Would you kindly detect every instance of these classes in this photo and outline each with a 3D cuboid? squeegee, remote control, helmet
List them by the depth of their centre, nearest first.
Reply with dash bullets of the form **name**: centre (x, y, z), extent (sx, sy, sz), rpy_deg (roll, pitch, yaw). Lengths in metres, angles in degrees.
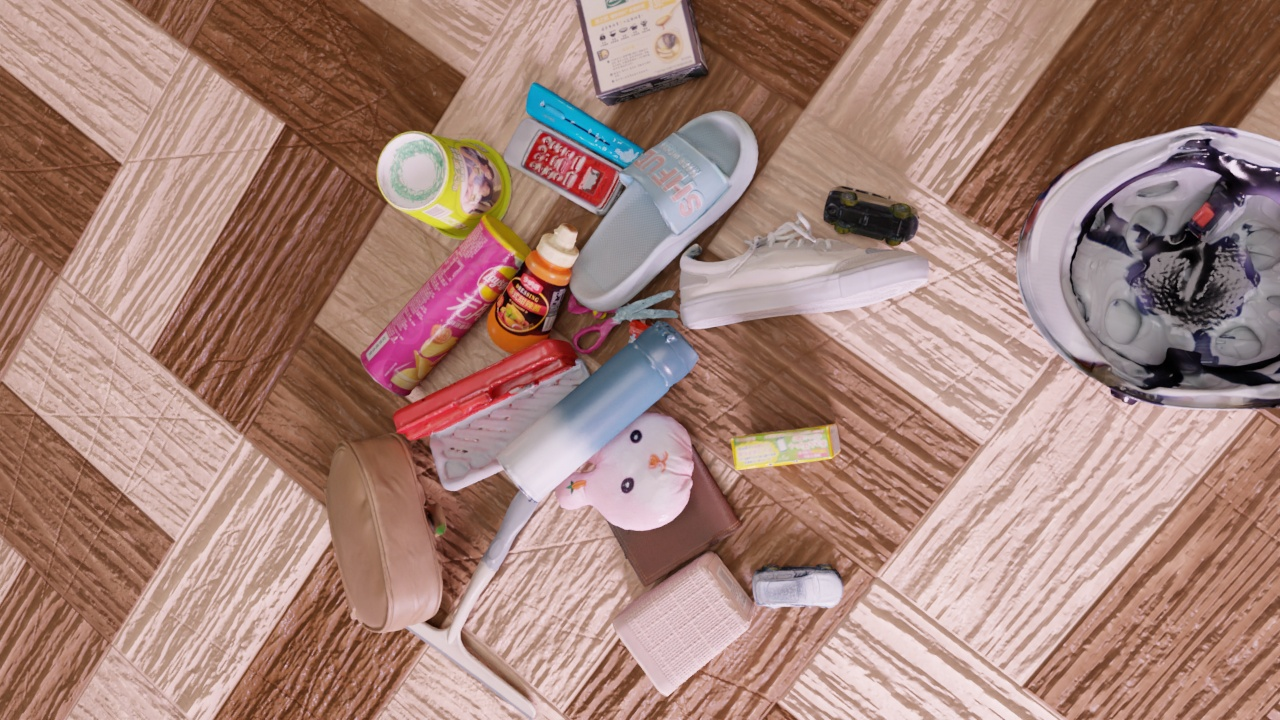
- **helmet**: centre (0.455, -0.072, 0.772), extent (0.259, 0.145, 0.229), rpy_deg (9, 92, 23)
- **remote control**: centre (-0.081, -0.206, 0.977), extent (0.136, 0.020, 0.056), rpy_deg (31, 100, 12)
- **squeegee**: centre (-0.166, 0.229, 0.999), extent (0.246, 0.039, 0.247), rpy_deg (32, 98, 13)

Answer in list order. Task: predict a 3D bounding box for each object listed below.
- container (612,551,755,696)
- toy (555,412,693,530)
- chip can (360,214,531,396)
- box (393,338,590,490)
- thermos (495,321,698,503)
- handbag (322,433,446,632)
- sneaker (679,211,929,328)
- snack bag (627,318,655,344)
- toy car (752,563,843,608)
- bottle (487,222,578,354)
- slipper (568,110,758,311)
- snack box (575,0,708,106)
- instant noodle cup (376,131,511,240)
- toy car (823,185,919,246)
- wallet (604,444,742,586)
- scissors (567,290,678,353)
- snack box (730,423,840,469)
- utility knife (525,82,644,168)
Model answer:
- **container**: centre (0.048, 0.258, 0.919), extent (0.111, 0.090, 0.090), rpy_deg (-39, 81, 9)
- **toy**: centre (-0.019, 0.112, 0.933), extent (0.160, 0.054, 0.121), rpy_deg (-5, 65, 31)
- **chip can**: centre (-0.209, -0.057, 0.989), extent (0.211, 0.071, 0.071), rpy_deg (-45, 80, 12)
- **box**: centre (-0.146, 0.062, 0.963), extent (0.202, 0.095, 0.101), rpy_deg (-26, 82, 13)
- **thermos**: centre (-0.039, 0.048, 0.906), extent (0.220, 0.070, 0.070), rpy_deg (-40, 81, -4)
- **handbag**: centre (-0.272, 0.185, 0.980), extent (0.148, 0.099, 0.204), rpy_deg (-35, 67, 48)
- **sneaker**: centre (0.151, -0.092, 0.888), extent (0.243, 0.089, 0.090), rpy_deg (-8, 85, 21)
- **snack bag**: centre (-0.006, 0.006, 0.958), extent (0.048, 0.026, 0.104), rpy_deg (24, 96, 27)
- **toy car**: centre (0.156, 0.227, 0.917), extent (0.091, 0.034, 0.043), rpy_deg (-4, 87, 14)
- **bottle**: centre (-0.104, -0.076, 0.946), extent (0.067, 0.066, 0.150), rpy_deg (37, 117, 11)
- **slipper**: centre (0.010, -0.153, 0.913), extent (0.246, 0.074, 0.104), rpy_deg (-47, 53, 14)
- **snack box**: centre (-0.002, -0.340, 0.936), extent (0.113, 0.053, 0.125), rpy_deg (-13, 87, 15)
- **instant noodle cup**: centre (-0.210, -0.188, 0.958), extent (0.112, 0.123, 0.111), rpy_deg (0, 91, 15)
- **toy car**: centre (0.224, -0.142, 0.885), extent (0.090, 0.042, 0.035), rpy_deg (18, 51, 15)
- **wallet**: centre (0.030, 0.160, 0.951), extent (0.125, 0.032, 0.101), rpy_deg (-34, 80, 12)
- **scissors**: centre (-0.019, -0.039, 0.951), extent (0.138, 0.017, 0.083), rpy_deg (4, 87, 29)
- **snack box**: centre (0.139, 0.080, 0.862), extent (0.087, 0.140, 0.033), rpy_deg (-9, 87, 15)
- **utility knife**: centre (-0.055, -0.243, 0.971), extent (0.159, 0.018, 0.034), rpy_deg (32, 98, 11)
